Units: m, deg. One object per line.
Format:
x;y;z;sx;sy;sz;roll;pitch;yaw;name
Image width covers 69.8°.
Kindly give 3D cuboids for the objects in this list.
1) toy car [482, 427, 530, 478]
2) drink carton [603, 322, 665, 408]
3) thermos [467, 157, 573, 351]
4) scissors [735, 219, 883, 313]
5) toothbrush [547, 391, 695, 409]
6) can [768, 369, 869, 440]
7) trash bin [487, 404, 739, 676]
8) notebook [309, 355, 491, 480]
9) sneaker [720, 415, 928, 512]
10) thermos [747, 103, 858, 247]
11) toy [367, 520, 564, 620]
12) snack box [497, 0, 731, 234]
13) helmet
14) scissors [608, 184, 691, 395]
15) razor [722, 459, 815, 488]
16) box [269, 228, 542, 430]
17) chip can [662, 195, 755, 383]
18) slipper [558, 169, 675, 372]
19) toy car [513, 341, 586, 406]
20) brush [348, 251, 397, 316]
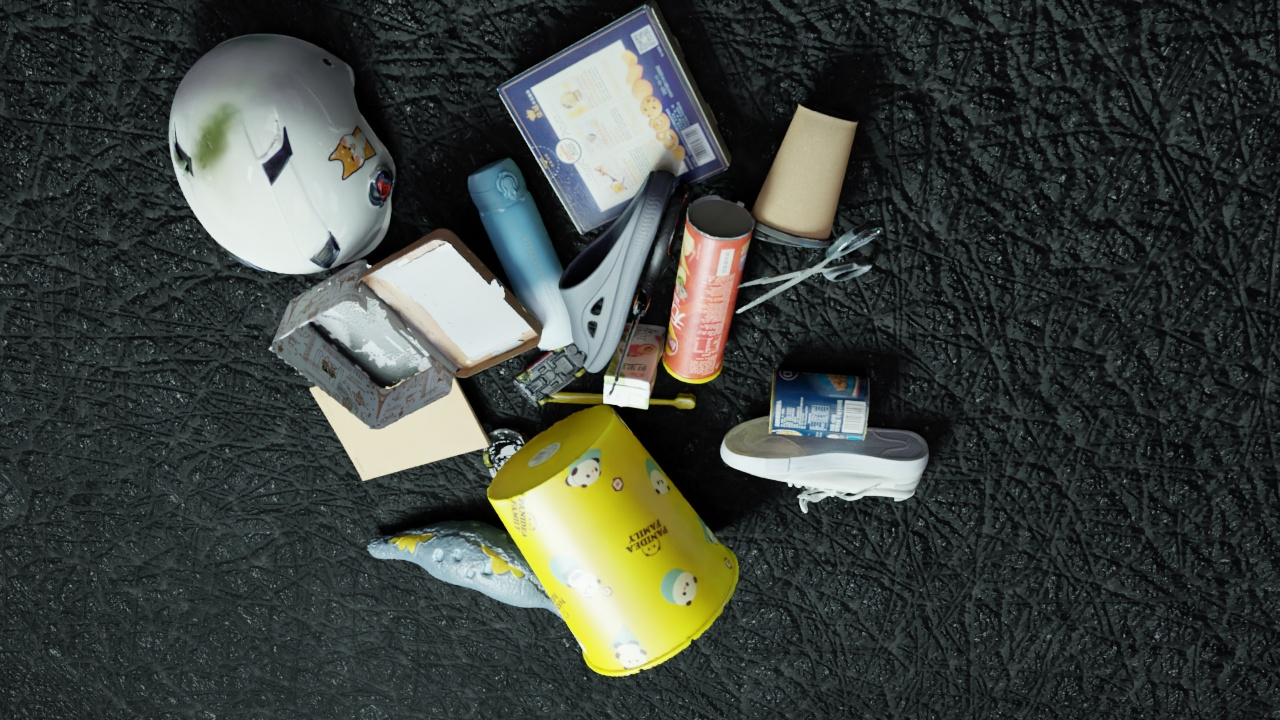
-0.160;0.157;1.216;0.070;0.042;0.158;-9;110;17;toy car
-0.006;0.006;1.049;0.053;0.122;0.046;8;123;6;drink carton
-0.128;-0.119;1.034;0.070;0.070;0.220;-13;117;18;thermos
0.178;-0.093;0.953;0.182;0.159;0.014;-34;67;31;scissors
-0.025;0.047;1.140;0.190;0.016;0.016;2;121;12;toothbrush
0.206;0.052;1.060;0.111;0.075;0.075;4;121;9;can
-0.041;0.210;1.125;0.230;0.229;0.255;-26;107;24;trash bin
-0.316;0.072;1.200;0.212;0.012;0.149;-16;111;22;notebook
0.216;0.127;1.101;0.242;0.089;0.091;4;125;2;sneaker
0.166;-0.181;0.928;0.093;0.092;0.143;16;114;2;thermos
-0.212;0.290;1.280;0.356;0.091;0.138;21;134;2;toy
-0.025;-0.246;0.950;0.183;0.045;0.178;-21;115;22;snack box
-0.399;-0.201;0.989;0.230;0.156;0.274;1;120;12;helmet
0.011;-0.074;0.951;0.022;0.204;0.225;19;104;0;scissors
0.170;0.133;1.142;0.132;0.028;0.043;21;91;2;razor
-0.260;-0.039;1.043;0.261;0.082;0.177;-25;129;22;box
0.069;-0.070;0.985;0.073;0.073;0.217;12;138;4;chip can
-0.036;-0.101;0.980;0.083;0.110;0.269;21;137;-3;slipper
-0.105;0.012;1.126;0.106;0.031;0.049;-37;105;19;toy car
-0.310;-0.071;1.109;0.144;0.055;0.073;-36;126;27;brush
